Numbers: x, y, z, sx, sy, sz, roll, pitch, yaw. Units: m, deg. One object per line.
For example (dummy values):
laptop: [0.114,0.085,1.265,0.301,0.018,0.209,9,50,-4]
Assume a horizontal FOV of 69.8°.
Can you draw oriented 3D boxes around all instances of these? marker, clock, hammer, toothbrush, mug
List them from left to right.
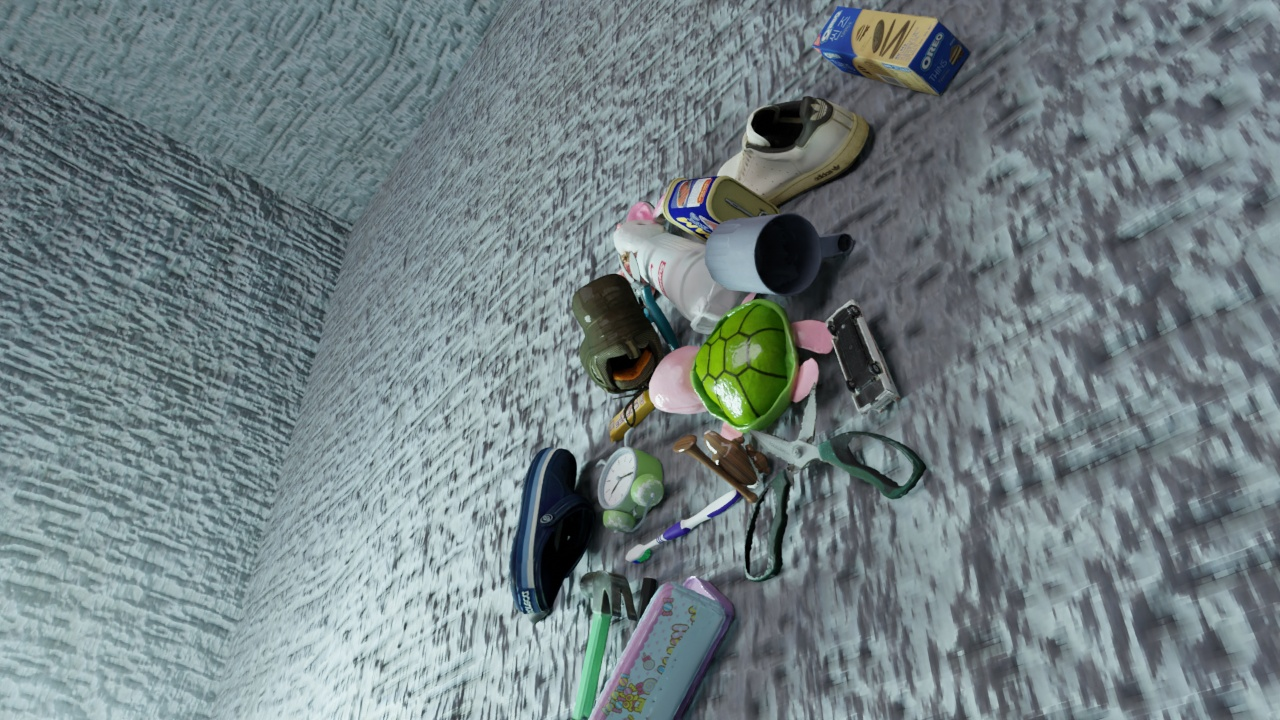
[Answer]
hammer: [-0.064,0.388,0.993,0.130,0.032,0.318,-27,47,64]
clock: [-0.011,0.151,1.094,0.095,0.042,0.119,-48,32,30]
marker: [-0.001,0.295,0.987,0.021,0.017,0.123,-25,46,50]
toothbrush: [0.045,0.183,1.000,0.187,0.016,0.015,-38,38,37]
mug: [0.145,-0.116,0.977,0.104,0.123,0.084,13,116,63]

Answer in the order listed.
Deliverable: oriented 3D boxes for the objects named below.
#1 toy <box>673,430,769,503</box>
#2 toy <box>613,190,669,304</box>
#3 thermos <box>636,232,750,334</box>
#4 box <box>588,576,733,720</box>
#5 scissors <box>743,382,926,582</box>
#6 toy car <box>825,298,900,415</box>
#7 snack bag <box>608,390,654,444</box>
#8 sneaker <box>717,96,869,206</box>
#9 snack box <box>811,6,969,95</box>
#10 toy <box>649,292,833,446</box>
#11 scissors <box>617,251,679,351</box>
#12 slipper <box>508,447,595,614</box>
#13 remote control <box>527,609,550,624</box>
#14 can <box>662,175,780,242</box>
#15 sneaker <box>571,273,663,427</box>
toy: [0.087,0.098,0.920,0.042,0.102,0.054,-24,31,59]
toy: [-0.003,-0.148,1.277,0.159,0.084,0.194,-4,64,68]
thermos: [0.063,-0.102,1.130,0.099,0.099,0.220,-61,23,6]
box: [0.000,0.310,0.892,0.214,0.092,0.089,-63,28,3]
scissors: [0.158,0.124,0.834,0.202,0.015,0.202,21,98,53]
toy car: [0.206,-0.002,0.848,0.039,0.039,0.113,-44,39,34]
snack bag: [-0.012,0.071,1.183,0.099,0.020,0.026,-45,35,33]
sneaker: [0.149,-0.246,1.075,0.242,0.102,0.088,-11,59,58]
snack box: [0.266,-0.343,1.004,0.056,0.057,0.206,-57,29,11]
toy: [0.104,0.008,0.967,0.239,0.087,0.190,-11,69,51]
scissors: [0.006,-0.062,1.188,0.155,0.019,0.125,53,149,19]
slipper: [-0.103,0.213,1.155,0.095,0.105,0.252,-7,34,10]
remote control: [-0.138,0.279,1.230,0.041,0.020,0.151,-45,32,30]
can: [0.099,-0.175,1.093,0.092,0.116,0.056,12,78,59]
sneaker: [-0.007,0.006,1.107,0.101,0.238,0.143,-28,66,-7]
